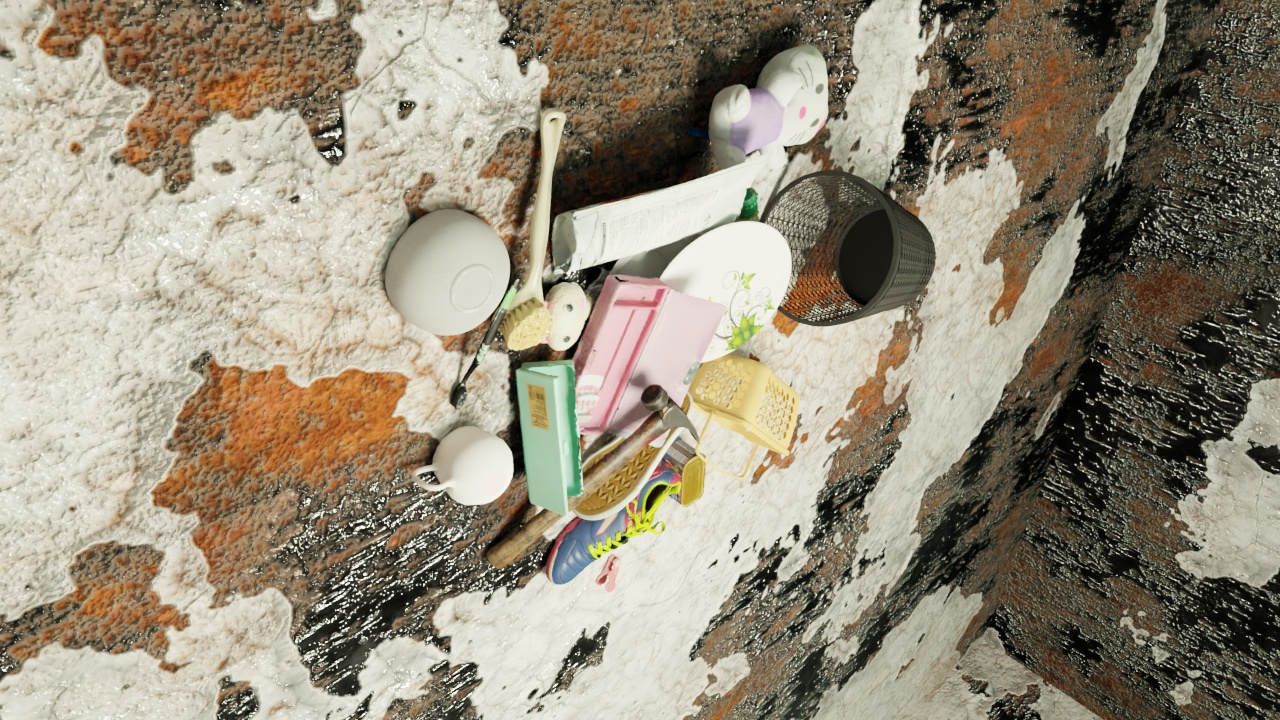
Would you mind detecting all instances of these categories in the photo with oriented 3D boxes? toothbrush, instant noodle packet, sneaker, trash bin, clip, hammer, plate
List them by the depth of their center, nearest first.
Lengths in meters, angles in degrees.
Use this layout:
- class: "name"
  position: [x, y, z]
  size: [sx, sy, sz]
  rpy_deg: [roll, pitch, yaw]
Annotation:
- class: "toothbrush"
  position: [-0.174, -0.016, 1.031]
  size: [0.014, 0.017, 0.188]
  rpy_deg: [4, 128, -42]
- class: "instant noodle packet"
  position: [0.025, -0.175, 1.093]
  size: [0.268, 0.057, 0.147]
  rpy_deg: [-21, 163, -25]
- class: "toothbrush"
  position: [0.129, -0.295, 1.210]
  size: [0.189, 0.016, 0.017]
  rpy_deg: [-7, 113, -45]
- class: "plate"
  position: [0.004, -0.091, 1.211]
  size: [0.172, 0.019, 0.173]
  rpy_deg: [-27, 133, -34]
- class: "hammer"
  position: [-0.069, 0.172, 1.232]
  size: [0.330, 0.033, 0.120]
  rpy_deg: [-40, 129, 4]
- class: "plate"
  position: [0.103, -0.096, 1.255]
  size: [0.229, 0.030, 0.230]
  rpy_deg: [-19, 136, -20]
- class: "sneaker"
  position: [-0.009, 0.136, 1.313]
  size: [0.235, 0.087, 0.079]
  rpy_deg: [-48, 167, -8]
- class: "sneaker"
  position: [-0.037, 0.242, 1.341]
  size: [0.241, 0.091, 0.116]
  rpy_deg: [-47, 144, -12]
- class: "trash bin"
  position: [0.325, -0.159, 1.378]
  size: [0.242, 0.217, 0.217]
  rpy_deg: [-3, 118, -54]
- class: "clip"
  position: [-0.045, 0.337, 1.446]
  size: [0.022, 0.035, 0.057]
  rpy_deg: [13, 101, -48]

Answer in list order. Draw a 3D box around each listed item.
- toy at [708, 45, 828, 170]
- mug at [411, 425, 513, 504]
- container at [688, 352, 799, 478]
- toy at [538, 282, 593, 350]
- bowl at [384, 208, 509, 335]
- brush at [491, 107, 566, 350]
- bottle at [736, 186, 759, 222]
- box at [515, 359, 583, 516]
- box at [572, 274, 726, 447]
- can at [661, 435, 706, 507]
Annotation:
- class: "toy"
  position: [0.164, -0.316, 1.170]
  size: [0.208, 0.085, 0.138]
  rpy_deg: [-33, 136, -36]
- class: "mug"
  position: [-0.208, 0.131, 1.084]
  size: [0.123, 0.076, 0.090]
  rpy_deg: [-13, 124, -43]
- class: "container"
  position: [0.148, 0.091, 1.405]
  size: [0.183, 0.129, 0.167]
  rpy_deg: [33, 79, -55]
- class: "toy"
  position: [-0.092, -0.054, 1.112]
  size: [0.112, 0.050, 0.087]
  rpy_deg: [-9, 122, -35]
- class: "bowl"
  position: [-0.192, -0.086, 0.960]
  size: [0.131, 0.064, 0.132]
  rpy_deg: [-27, 133, -34]
- class: "brush"
  position: [-0.115, -0.140, 1.015]
  size: [0.061, 0.077, 0.272]
  rpy_deg: [-12, 119, -54]
- class: "bottle"
  position: [0.149, -0.190, 1.285]
  size: [0.042, 0.043, 0.110]
  rpy_deg: [-40, 141, -22]
- class: "box"
  position: [-0.113, 0.099, 1.127]
  size: [0.077, 0.079, 0.189]
  rpy_deg: [-2, 112, -1]
- class: "box"
  position: [-0.010, 0.003, 1.200]
  size: [0.179, 0.055, 0.233]
  rpy_deg: [11, 117, -31]
- class: "can"
  position: [0.063, 0.174, 1.430]
  size: [0.053, 0.059, 0.100]
  rpy_deg: [-27, 133, -34]
